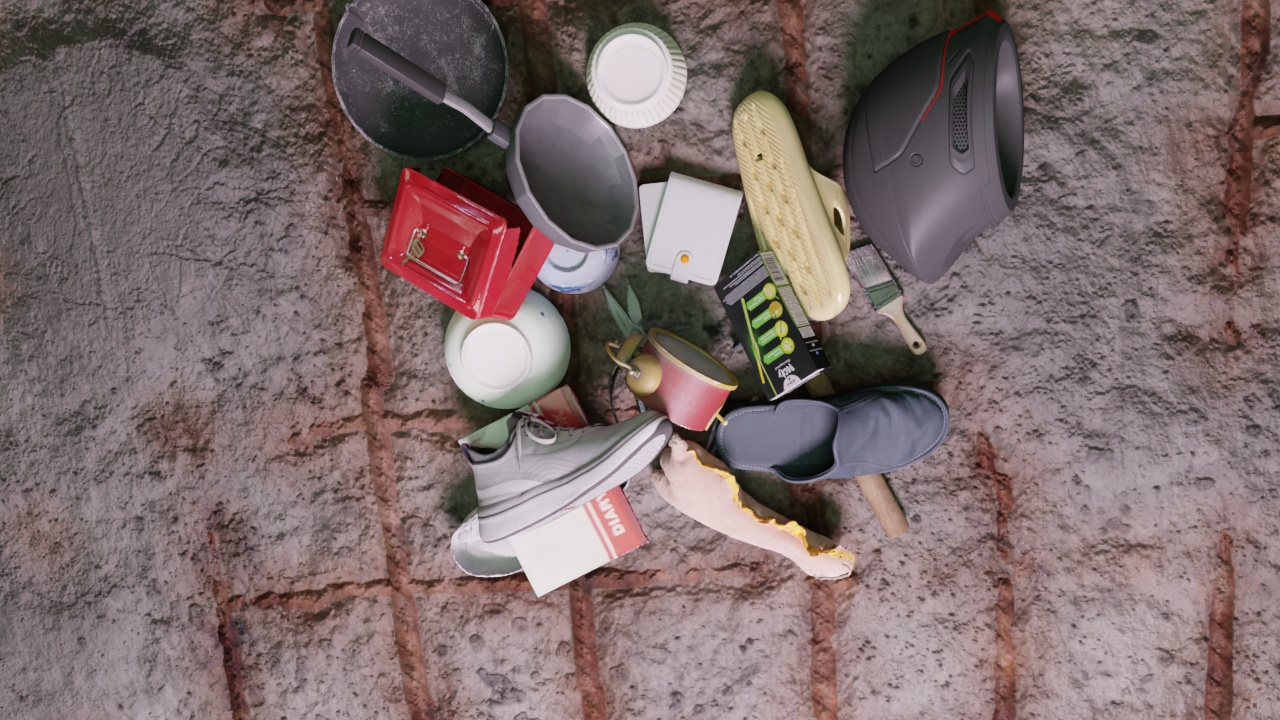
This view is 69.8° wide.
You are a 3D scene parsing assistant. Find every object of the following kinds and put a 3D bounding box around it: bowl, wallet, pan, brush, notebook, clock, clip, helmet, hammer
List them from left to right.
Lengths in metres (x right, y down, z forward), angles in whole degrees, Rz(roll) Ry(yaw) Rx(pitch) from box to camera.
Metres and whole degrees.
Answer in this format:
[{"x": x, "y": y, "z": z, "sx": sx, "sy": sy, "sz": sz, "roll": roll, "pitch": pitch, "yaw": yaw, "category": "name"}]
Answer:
[{"x": -0.197, "y": -0.388, "z": 1.028, "sx": 0.207, "sy": 0.040, "sz": 0.357, "roll": 41, "pitch": 101, "yaw": -4, "category": "pan"}, {"x": -0.164, "y": -0.010, "z": 1.087, "sx": 0.153, "sy": 0.072, "sz": 0.153, "roll": 1, "pitch": 103, "yaw": 5, "category": "bowl"}, {"x": -0.141, "y": -0.230, "z": 0.946, "sx": 0.041, "sy": 0.178, "sz": 0.357, "roll": -19, "pitch": 147, "yaw": 41, "category": "pan"}, {"x": -0.103, "y": 0.153, "z": 1.082, "sx": 0.153, "sy": 0.012, "sz": 0.208, "roll": -28, "pitch": 88, "yaw": 6, "category": "notebook"}, {"x": -0.082, "y": -0.131, "z": 1.068, "sx": 0.114, "sy": 0.045, "sz": 0.114, "roll": 1, "pitch": 102, "yaw": 5, "category": "bowl"}, {"x": -0.007, "y": -0.317, "z": 1.013, "sx": 0.115, "sy": 0.062, "sz": 0.115, "roll": 1, "pitch": 102, "yaw": 5, "category": "bowl"}, {"x": 0.026, "y": 0.023, "z": 1.036, "sx": 0.158, "sy": 0.117, "sz": 0.081, "roll": 25, "pitch": 106, "yaw": -24, "category": "clock"}, {"x": 0.046, "y": -0.152, "z": 1.057, "sx": 0.115, "sy": 0.037, "sz": 0.118, "roll": 16, "pitch": 99, "yaw": 1, "category": "wallet"}, {"x": 0.091, "y": 0.086, "z": 1.117, "sx": 0.052, "sy": 0.014, "sz": 0.042, "roll": -37, "pitch": 97, "yaw": 9, "category": "clip"}, {"x": 0.234, "y": 0.074, "z": 1.092, "sx": 0.129, "sy": 0.040, "sz": 0.322, "roll": -28, "pitch": 99, "yaw": 14, "category": "hammer"}, {"x": 0.288, "y": -0.070, "z": 1.066, "sx": 0.039, "sy": 0.012, "sz": 0.151, "roll": -32, "pitch": 98, "yaw": 10, "category": "brush"}, {"x": 0.298, "y": -0.213, "z": 0.958, "sx": 0.170, "sy": 0.163, "sz": 0.265, "roll": 0, "pitch": 97, "yaw": 34, "category": "helmet"}]

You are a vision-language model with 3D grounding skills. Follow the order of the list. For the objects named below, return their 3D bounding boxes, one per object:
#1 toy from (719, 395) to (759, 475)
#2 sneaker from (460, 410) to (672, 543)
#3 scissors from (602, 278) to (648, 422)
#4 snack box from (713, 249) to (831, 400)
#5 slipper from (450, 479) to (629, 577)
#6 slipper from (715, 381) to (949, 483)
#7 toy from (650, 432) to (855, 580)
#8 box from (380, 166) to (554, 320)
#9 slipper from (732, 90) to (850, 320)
[{"x": 0.125, "y": 0.097, "z": 1.106, "sx": 0.049, "sy": 0.030, "sz": 0.112, "roll": 28, "pitch": 110, "yaw": -14, "category": "toy"}, {"x": -0.088, "y": 0.100, "z": 1.024, "sx": 0.264, "sy": 0.096, "sz": 0.128, "roll": -29, "pitch": 79, "yaw": 21, "category": "sneaker"}, {"x": -0.012, "y": 0.005, "z": 1.107, "sx": 0.142, "sy": 0.015, "sz": 0.210, "roll": -34, "pitch": 98, "yaw": 12, "category": "scissors"}, {"x": 0.145, "y": -0.039, "z": 1.023, "sx": 0.080, "sy": 0.025, "sz": 0.147, "roll": -39, "pitch": 70, "yaw": 46, "category": "snack box"}, {"x": -0.122, "y": 0.182, "z": 1.122, "sx": 0.247, "sy": 0.074, "sz": 0.112, "roll": -31, "pitch": 71, "yaw": 4, "category": "slipper"}, {"x": 0.218, "y": 0.090, "z": 1.037, "sx": 0.266, "sy": 0.083, "sz": 0.109, "roll": -4, "pitch": 105, "yaw": 6, "category": "slipper"}, {"x": 0.134, "y": 0.178, "z": 1.071, "sx": 0.264, "sy": 0.196, "sz": 0.065, "roll": 26, "pitch": 66, "yaw": 9, "category": "toy"}, {"x": -0.192, "y": -0.131, "z": 1.028, "sx": 0.157, "sy": 0.112, "sz": 0.135, "roll": 32, "pitch": 109, "yaw": 21, "category": "box"}, {"x": 0.177, "y": -0.173, "z": 1.020, "sx": 0.079, "sy": 0.112, "sz": 0.261, "roll": -19, "pitch": 89, "yaw": -33, "category": "slipper"}]
